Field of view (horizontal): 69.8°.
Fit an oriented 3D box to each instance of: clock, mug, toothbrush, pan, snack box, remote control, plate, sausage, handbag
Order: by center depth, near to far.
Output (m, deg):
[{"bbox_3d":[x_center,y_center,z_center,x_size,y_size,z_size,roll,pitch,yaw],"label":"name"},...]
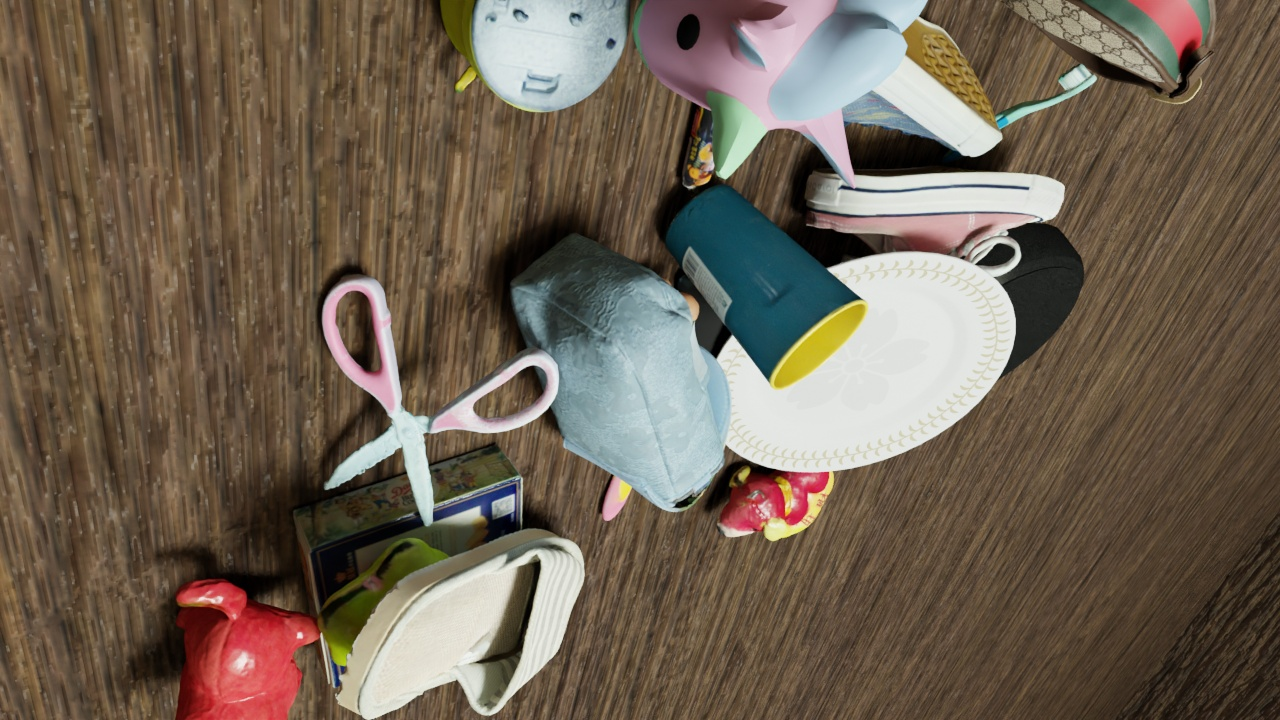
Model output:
[{"bbox_3d":[-0.048,-0.179,0.435,0.083,0.057,0.119,-4,127,-35],"label":"clock"},{"bbox_3d":[0.047,-0.169,0.547,0.020,0.020,0.156,-12,131,-31],"label":"sausage"},{"bbox_3d":[0.283,-0.222,0.577,0.063,0.166,0.138,-54,151,15],"label":"handbag"},{"bbox_3d":[0.074,-0.051,0.583,0.078,0.121,0.078,-34,158,-16],"label":"mug"},{"bbox_3d":[-0.003,0.003,0.590,0.118,0.122,0.192,-44,141,-25],"label":"handbag"},{"bbox_3d":[-0.155,0.142,0.634,0.144,0.042,0.145,-16,132,-28],"label":"snack box"},{"bbox_3d":[0.266,-0.175,0.662,0.017,0.135,0.022,46,61,-10],"label":"toothbrush"},{"bbox_3d":[0.049,-0.008,0.686,0.041,0.020,0.152,-24,138,-19],"label":"remote control"},{"bbox_3d":[0.169,0.007,0.716,0.242,0.016,0.243,-6,137,-6],"label":"plate"},{"bbox_3d":[-0.001,0.073,0.721,0.021,0.016,0.136,3,124,-42],"label":"toothbrush"},{"bbox_3d":[0.235,-0.023,0.783,0.354,0.044,0.205,-9,142,-28],"label":"pan"}]

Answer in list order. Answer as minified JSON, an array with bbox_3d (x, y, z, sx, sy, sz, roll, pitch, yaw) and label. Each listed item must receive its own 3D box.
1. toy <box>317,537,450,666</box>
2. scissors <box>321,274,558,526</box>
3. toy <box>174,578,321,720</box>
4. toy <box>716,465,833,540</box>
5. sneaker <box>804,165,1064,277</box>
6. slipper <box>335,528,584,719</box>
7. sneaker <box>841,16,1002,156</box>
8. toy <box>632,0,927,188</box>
[{"bbox_3d":[-0.153,0.164,0.587,0.092,0.043,0.118,-41,147,-18],"label":"toy"},{"bbox_3d":[-0.118,0.029,0.531,0.168,0.014,0.171,-2,118,3],"label":"scissors"},{"bbox_3d":[-0.244,0.189,0.550,0.088,0.093,0.133,2,125,-4],"label":"toy"},{"bbox_3d":[0.133,0.121,0.835,0.137,0.067,0.106,0,120,-48],"label":"toy"},{"bbox_3d":[0.223,-0.099,0.686,0.240,0.118,0.088,-6,107,-28],"label":"sneaker"},{"bbox_3d":[-0.095,0.171,0.598,0.114,0.054,0.272,-71,159,-1],"label":"slipper"},{"bbox_3d":[0.157,-0.175,0.591,0.079,0.087,0.235,-29,155,36],"label":"sneaker"},{"bbox_3d":[0.086,-0.197,0.419,0.222,0.171,0.120,-43,141,11],"label":"toy"}]
